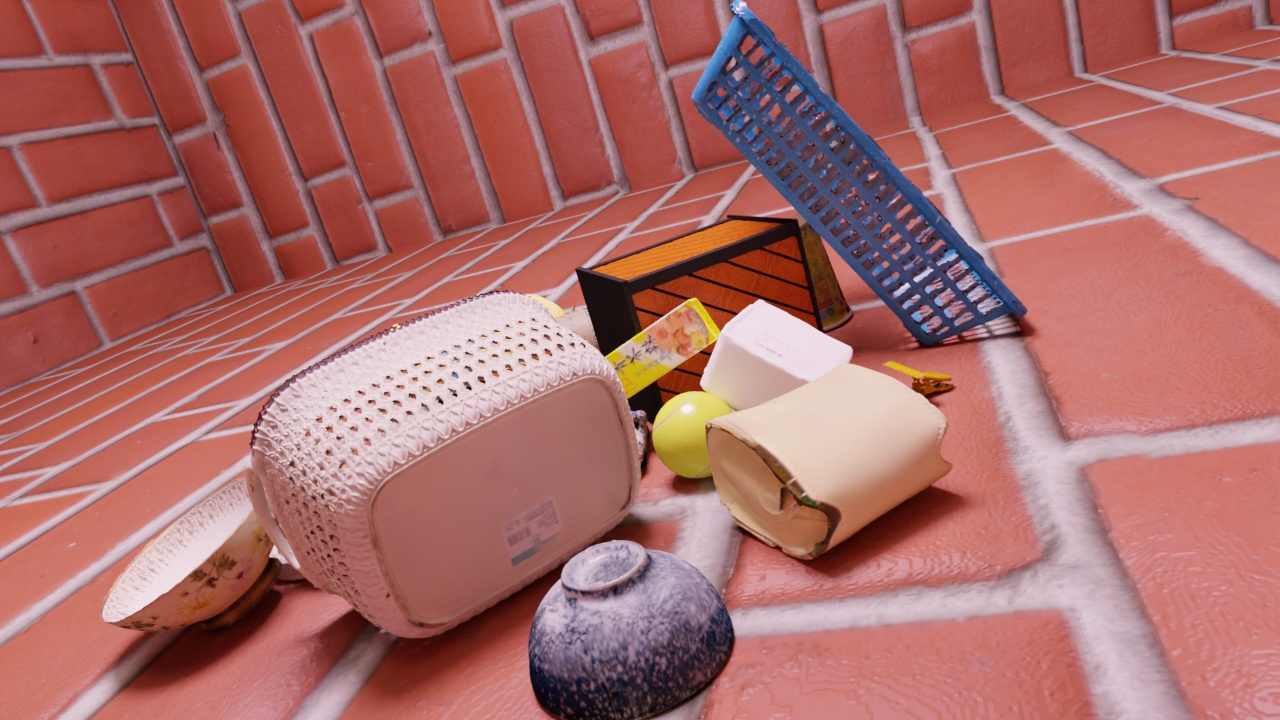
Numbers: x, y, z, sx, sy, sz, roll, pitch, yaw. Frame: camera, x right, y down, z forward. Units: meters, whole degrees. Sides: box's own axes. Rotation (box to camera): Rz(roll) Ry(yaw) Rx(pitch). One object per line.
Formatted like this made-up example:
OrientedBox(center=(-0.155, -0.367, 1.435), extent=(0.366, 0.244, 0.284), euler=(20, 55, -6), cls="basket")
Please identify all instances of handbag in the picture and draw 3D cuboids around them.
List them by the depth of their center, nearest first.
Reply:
OrientedBox(center=(0.116, 0.064, 0.579), extent=(0.119, 0.081, 0.111), euler=(-22, 24, -23), cls="handbag")

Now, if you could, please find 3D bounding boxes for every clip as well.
OrientedBox(center=(0.219, 0.019, 0.721), extent=(0.047, 0.046, 0.054), euler=(-54, 20, -2), cls="clip")

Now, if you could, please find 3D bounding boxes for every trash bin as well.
OrientedBox(center=(0.056, -0.043, 0.869), extent=(0.171, 0.140, 0.140), euler=(-21, 17, -15), cls="trash bin")

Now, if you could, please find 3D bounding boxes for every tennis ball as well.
OrientedBox(center=(0.042, 0.056, 0.690), extent=(0.065, 0.065, 0.065), euler=(-15, 16, 4), cls="tennis ball")

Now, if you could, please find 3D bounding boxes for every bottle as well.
OrientedBox(center=(-0.056, -0.028, 1.062), extent=(0.157, 0.068, 0.068), euler=(-18, 16, -5), cls="bottle")

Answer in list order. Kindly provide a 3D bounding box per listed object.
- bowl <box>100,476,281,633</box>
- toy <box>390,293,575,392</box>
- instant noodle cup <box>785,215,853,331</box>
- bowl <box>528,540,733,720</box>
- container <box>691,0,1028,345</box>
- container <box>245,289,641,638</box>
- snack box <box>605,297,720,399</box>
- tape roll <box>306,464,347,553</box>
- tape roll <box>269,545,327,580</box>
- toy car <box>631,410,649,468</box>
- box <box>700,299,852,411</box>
OrientedBox(center=(-0.318, 0.155, 0.687), extent=(0.145, 0.063, 0.145), euler=(-29, 24, 14), cls="bowl")
OrientedBox(center=(-0.191, -0.021, 1.146), extent=(0.213, 0.084, 0.149), euler=(-23, 35, -21), cls="toy")
OrientedBox(center=(0.164, -0.091, 0.972), extent=(0.100, 0.112, 0.100), euler=(-15, 16, 4), cls="instant noodle cup")
OrientedBox(center=(-0.012, 0.134, 0.496), extent=(0.114, 0.061, 0.114), euler=(-16, 15, 4), cls="bowl")
OrientedBox(center=(0.189, -0.174, 0.876), extent=(0.089, 0.362, 0.256), euler=(-43, 8, 18), cls="container")
OrientedBox(center=(-0.119, 0.070, 0.623), extent=(0.251, 0.185, 0.143), euler=(-27, 31, -28), cls="container")
OrientedBox(center=(-0.005, 0.004, 0.763), extent=(0.148, 0.040, 0.029), euler=(-34, -2, 15), cls="snack box")
OrientedBox(center=(-0.233, 0.117, 0.728), extent=(0.094, 0.027, 0.094), euler=(24, 17, -8), cls="tape roll")
OrientedBox(center=(-0.263, 0.150, 0.766), extent=(0.094, 0.018, 0.093), euler=(-15, 17, 4), cls="tape roll")
OrientedBox(center=(-0.020, 0.063, 0.773), extent=(0.048, 0.040, 0.112), euler=(-14, 16, 6), cls="toy car")
OrientedBox(center=(0.100, 0.020, 0.739), extent=(0.102, 0.095, 0.107), euler=(28, 25, 14), cls="box")
